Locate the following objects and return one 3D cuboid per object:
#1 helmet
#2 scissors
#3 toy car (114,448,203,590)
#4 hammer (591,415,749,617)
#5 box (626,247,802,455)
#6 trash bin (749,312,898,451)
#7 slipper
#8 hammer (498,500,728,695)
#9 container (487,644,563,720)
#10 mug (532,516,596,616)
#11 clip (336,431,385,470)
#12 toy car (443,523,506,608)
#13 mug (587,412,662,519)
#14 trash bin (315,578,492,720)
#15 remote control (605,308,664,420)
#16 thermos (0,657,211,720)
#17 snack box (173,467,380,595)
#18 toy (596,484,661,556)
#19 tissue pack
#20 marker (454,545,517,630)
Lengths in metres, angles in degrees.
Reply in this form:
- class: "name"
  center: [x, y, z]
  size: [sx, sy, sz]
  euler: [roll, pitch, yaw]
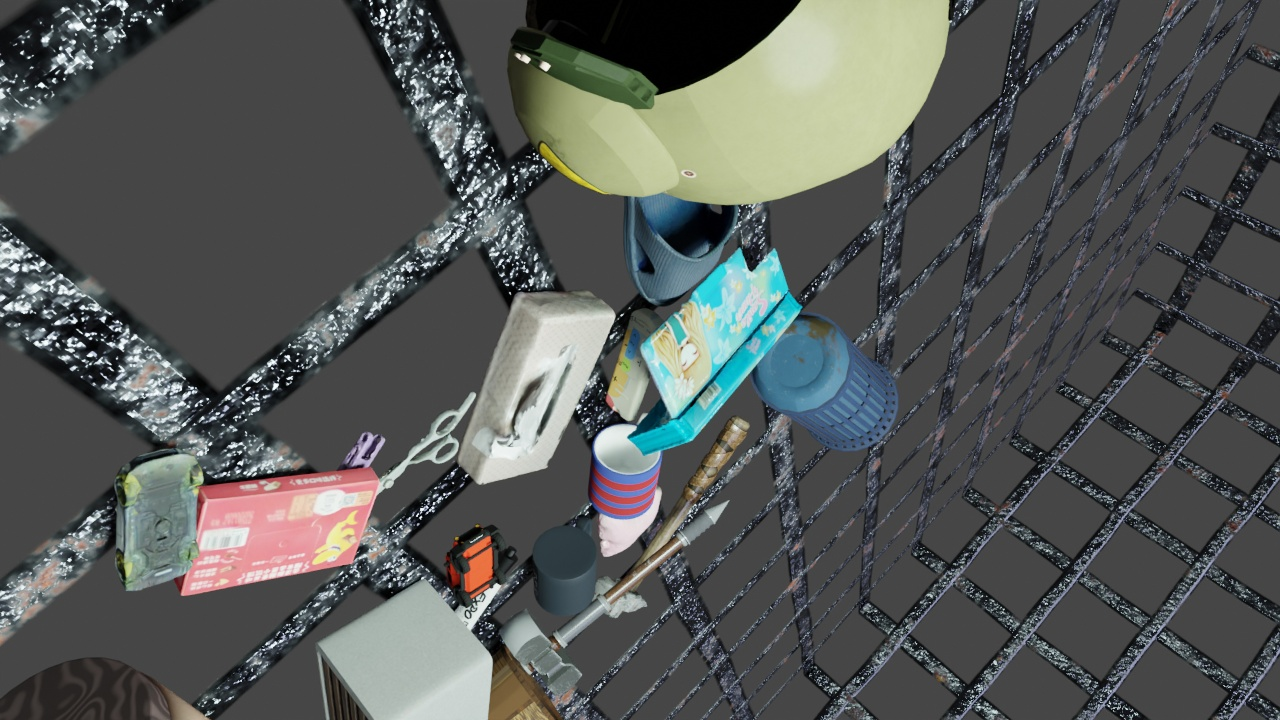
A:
- class: "helmet"
  center: [0.036, -0.201, 0.494]
  size: [0.250, 0.255, 0.232]
  euler: [-55, 148, 9]
- class: "scissors"
  center: [-0.202, 0.086, 0.760]
  size: [0.171, 0.014, 0.090]
  euler: [-29, 146, -40]
- class: "toy car"
  center: [-0.315, 0.101, 0.596]
  size: [0.047, 0.033, 0.106]
  euler: [-14, 130, -45]
- class: "hammer"
  center: [0.048, 0.210, 1.230]
  size: [0.319, 0.049, 0.121]
  euler: [-57, 154, 6]
- class: "box"
  center: [0.083, -0.013, 0.937]
  size: [0.226, 0.083, 0.173]
  euler: [-46, 159, -33]
- class: "trash bin"
  center: [0.241, 0.030, 1.198]
  size: [0.139, 0.139, 0.249]
  euler: [-54, 150, 5]
- class: "slipper"
  center: [0.041, -0.132, 0.786]
  size: [0.101, 0.082, 0.264]
  euler: [-42, 150, -20]
- class: "hammer"
  center: [-0.015, 0.277, 1.143]
  size: [0.322, 0.043, 0.156]
  euler: [-38, 135, -9]
- class: "container"
  center: [-0.188, 0.444, 1.081]
  size: [0.167, 0.132, 0.132]
  euler: [-38, 149, -12]
- class: "mug"
  center: [-0.080, 0.227, 1.049]
  size: [0.078, 0.071, 0.104]
  euler: [95, 17, -45]
- class: "clip"
  center: [-0.224, 0.077, 0.721]
  size: [0.053, 0.013, 0.037]
  euler: [-48, 152, -11]
- class: "toy car"
  center: [-0.166, 0.199, 0.903]
  size: [0.051, 0.049, 0.100]
  euler: [-29, 144, -33]
- class: "mug"
  center: [-0.011, 0.109, 1.010]
  size: [0.111, 0.075, 0.076]
  euler: [-61, 165, -45]
- class: "trash bin"
  center: [-0.233, 0.348, 0.911]
  size: [0.114, 0.114, 0.229]
  euler: [-27, 143, -37]
- class: "remote control"
  center: [-0.005, 0.005, 0.919]
  size: [0.018, 0.038, 0.126]
  euler: [-19, 138, -44]
- class: "thermos"
  center: [-0.363, 0.326, 0.660]
  size: [0.172, 0.173, 0.226]
  euler: [-36, 142, -25]
- class: "snack box"
  center: [-0.269, 0.126, 0.685]
  size: [0.132, 0.021, 0.089]
  euler: [-2, 125, -46]
- class: "toy"
  center: [-0.021, 0.197, 1.102]
  size: [0.098, 0.053, 0.096]
  euler: [-20, 141, -45]
- class: "tissue pack"
  center: [-0.092, 0.030, 0.802]
  size: [0.103, 0.071, 0.182]
  euler: [-9, 135, -52]
- class: "marker"
  center: [-0.171, 0.251, 0.980]
  size: [0.126, 0.025, 0.025]
  euler: [-55, 151, 7]
